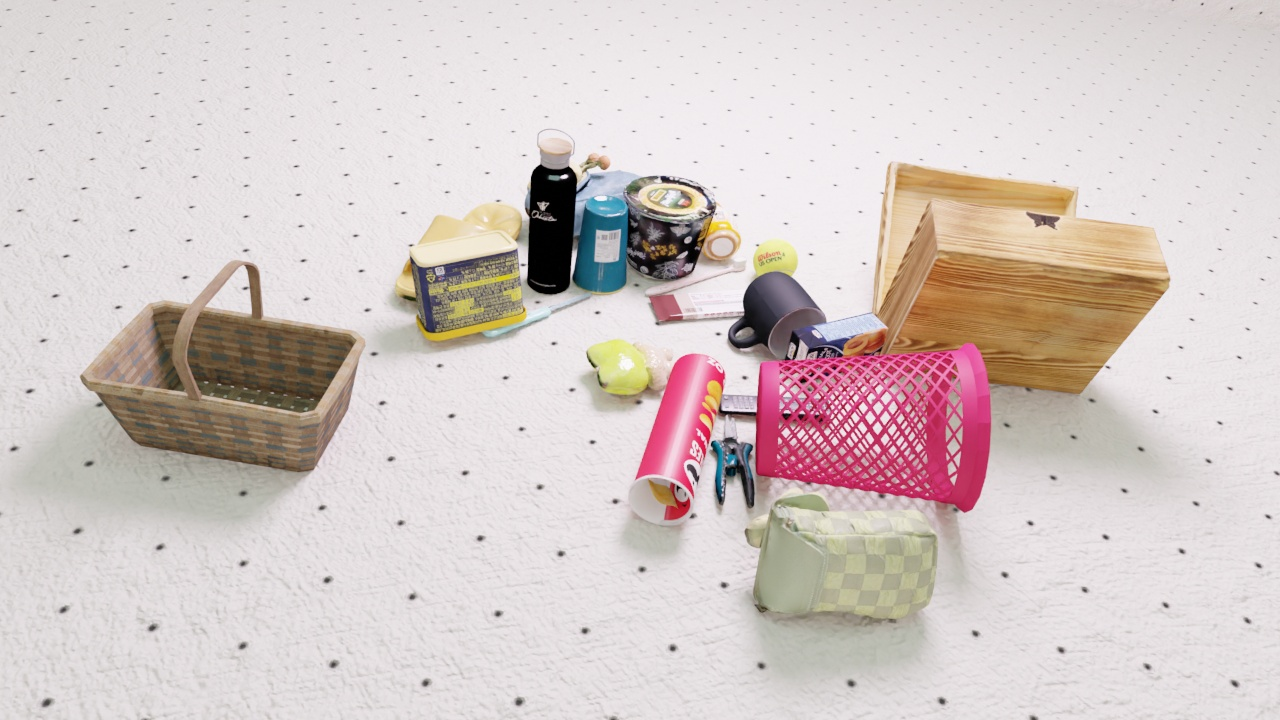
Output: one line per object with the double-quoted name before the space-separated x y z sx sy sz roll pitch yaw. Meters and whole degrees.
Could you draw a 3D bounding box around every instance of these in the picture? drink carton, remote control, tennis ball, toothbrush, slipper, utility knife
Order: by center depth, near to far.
"remote control" 0.164 0.058 1.121 0.136 0.015 0.032 3 39 -2
"drink carton" 0.252 -0.018 1.190 0.129 0.064 0.040 -13 42 -23
"utility knife" -0.134 -0.063 1.227 0.179 0.016 0.022 -23 37 -37
"slipper" -0.245 -0.167 1.285 0.099 0.079 0.262 19 40 11
"toothbrush" 0.083 -0.122 1.331 0.180 0.018 0.015 -19 46 -28
"tennis ball" 0.197 -0.145 1.339 0.065 0.065 0.065 5 39 -4

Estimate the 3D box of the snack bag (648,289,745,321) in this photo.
"snack bag" 0.094 -0.077 1.279 0.157 0.013 0.057 -6 43 -16

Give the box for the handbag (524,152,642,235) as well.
"handbag" -0.076 -0.251 1.378 0.191 0.119 0.122 -13 25 -19

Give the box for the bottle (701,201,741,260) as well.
"bottle" 0.116 -0.201 1.397 0.063 0.063 0.108 1 39 -8

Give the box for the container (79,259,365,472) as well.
"container" -0.431 -0.002 0.960 0.250 0.187 0.157 9 39 2

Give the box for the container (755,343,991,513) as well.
"container" 0.243 0.068 1.011 0.226 0.183 0.182 2 38 5

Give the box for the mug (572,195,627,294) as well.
"mug" -0.052 -0.163 1.275 0.078 0.122 0.078 5 39 -4

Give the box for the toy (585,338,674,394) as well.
"toy" -0.007 0.007 1.135 0.115 0.046 0.092 -5 41 -25

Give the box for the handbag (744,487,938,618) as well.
"handbag" 0.195 0.187 0.905 0.186 0.113 0.116 4 25 -9

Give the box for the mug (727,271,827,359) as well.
"mug" 0.172 -0.054 1.221 0.121 0.085 0.094 -29 44 2

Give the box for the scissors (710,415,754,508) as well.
"scissors" 0.100 0.113 1.041 0.140 0.019 0.128 -27 49 -38

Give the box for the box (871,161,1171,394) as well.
"box" 0.472 -0.138 1.241 0.279 0.283 0.314 6 51 -2

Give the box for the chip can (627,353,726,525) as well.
"chip can" 0.046 0.081 1.030 0.069 0.069 0.219 13 39 7

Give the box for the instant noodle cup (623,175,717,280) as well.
"instant noodle cup" 0.038 -0.189 1.330 0.137 0.112 0.137 5 38 -4

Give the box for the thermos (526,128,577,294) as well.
"thermos" -0.117 -0.200 1.221 0.061 0.232 0.061 5 39 -4

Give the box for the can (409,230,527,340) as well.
"can" -0.220 -0.097 1.166 0.135 0.104 0.075 -15 32 -22
